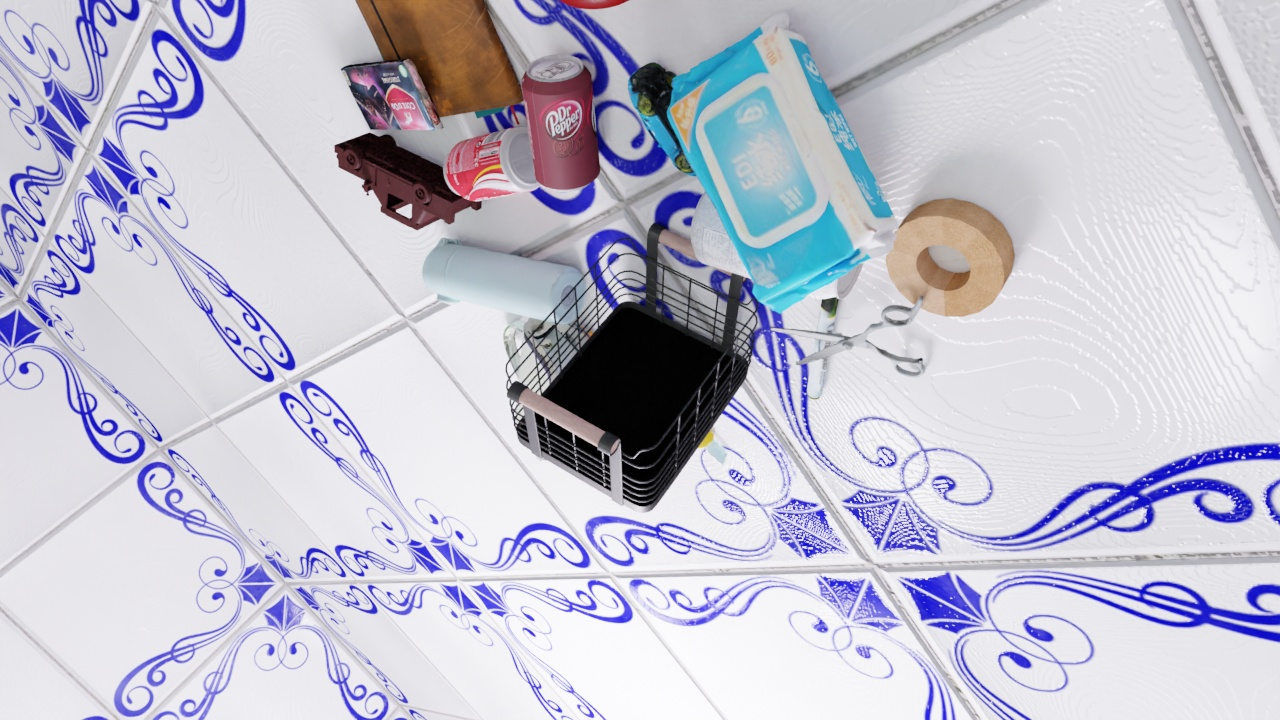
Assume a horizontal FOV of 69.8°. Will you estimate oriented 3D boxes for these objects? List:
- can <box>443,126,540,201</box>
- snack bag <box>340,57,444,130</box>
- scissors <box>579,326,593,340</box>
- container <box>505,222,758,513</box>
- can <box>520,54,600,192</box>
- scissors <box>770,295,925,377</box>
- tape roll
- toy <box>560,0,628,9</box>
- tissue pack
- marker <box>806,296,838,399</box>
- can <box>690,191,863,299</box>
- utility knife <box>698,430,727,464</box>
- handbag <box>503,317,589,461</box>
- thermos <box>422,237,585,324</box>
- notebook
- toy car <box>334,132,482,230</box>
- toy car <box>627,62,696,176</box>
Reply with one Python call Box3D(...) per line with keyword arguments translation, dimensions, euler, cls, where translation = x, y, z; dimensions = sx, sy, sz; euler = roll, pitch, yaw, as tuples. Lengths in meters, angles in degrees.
Box3D(translation=(-0.149, -0.199, 0.936), dimensions=(0.105, 0.064, 0.064), euler=(0, 127, 42), cls="can")
Box3D(translation=(-0.266, -0.281, 0.974), dimensions=(0.155, 0.018, 0.075), euler=(15, 136, 47), cls="snack bag")
Box3D(translation=(-0.061, 0.009, 1.107), dimensions=(0.073, 0.012, 0.132), euler=(32, 142, 15), cls="scissors")
Box3D(translation=(-0.005, 0.005, 0.876), dimensions=(0.163, 0.240, 0.130), euler=(28, 149, 18), cls="container")
Box3D(translation=(-0.073, -0.218, 0.849), dimensions=(0.063, 0.063, 0.114), euler=(22, 139, 25), cls="can")
Box3D(translation=(0.194, -0.022, 0.810), dimensions=(0.141, 0.014, 0.172), euler=(21, 153, -3), cls="scissors")
Box3D(translation=(0.245, -0.081, 0.730), dimensions=(0.094, 0.027, 0.094), euler=(24, 140, 22), cls="tape roll")
Box3D(translation=(-0.033, -0.348, 0.640), dimensions=(0.158, 0.120, 0.197), euler=(20, 148, 30), cls="toy")
Box3D(translation=(0.103, -0.152, 0.698), dimensions=(0.117, 0.065, 0.209), euler=(-28, 81, 33), cls="tissue pack")
Box3D(translation=(0.173, -0.017, 0.868), dimensions=(0.017, 0.017, 0.147), euler=(23, 140, 23), cls="marker")
Box3D(translation=(0.117, -0.103, 0.780), dimensions=(0.136, 0.078, 0.078), euler=(21, 139, 26), cls="can")
Box3D(translation=(0.037, 0.057, 1.059), dimensions=(0.175, 0.017, 0.031), euler=(45, 115, -2), cls="utility knife")
Box3D(translation=(-0.115, 0.012, 1.107), dimensions=(0.176, 0.073, 0.152), euler=(50, 143, 41), cls="handbag")
Box3D(translation=(-0.162, -0.091, 1.054), dimensions=(0.207, 0.065, 0.078), euler=(14, 101, 32), cls="thermos")
Box3D(translation=(-0.220, -0.344, 0.896), dimensions=(0.179, 0.014, 0.249), euler=(4, 129, 39), cls="notebook")
Box3D(translation=(-0.261, -0.197, 1.032), dimensions=(0.170, 0.070, 0.062), euler=(27, 129, 19), cls="toy car")
Box3D(translation=(0.026, -0.203, 0.788), dimensions=(0.105, 0.048, 0.032), euler=(52, 142, -14), cls="toy car")
